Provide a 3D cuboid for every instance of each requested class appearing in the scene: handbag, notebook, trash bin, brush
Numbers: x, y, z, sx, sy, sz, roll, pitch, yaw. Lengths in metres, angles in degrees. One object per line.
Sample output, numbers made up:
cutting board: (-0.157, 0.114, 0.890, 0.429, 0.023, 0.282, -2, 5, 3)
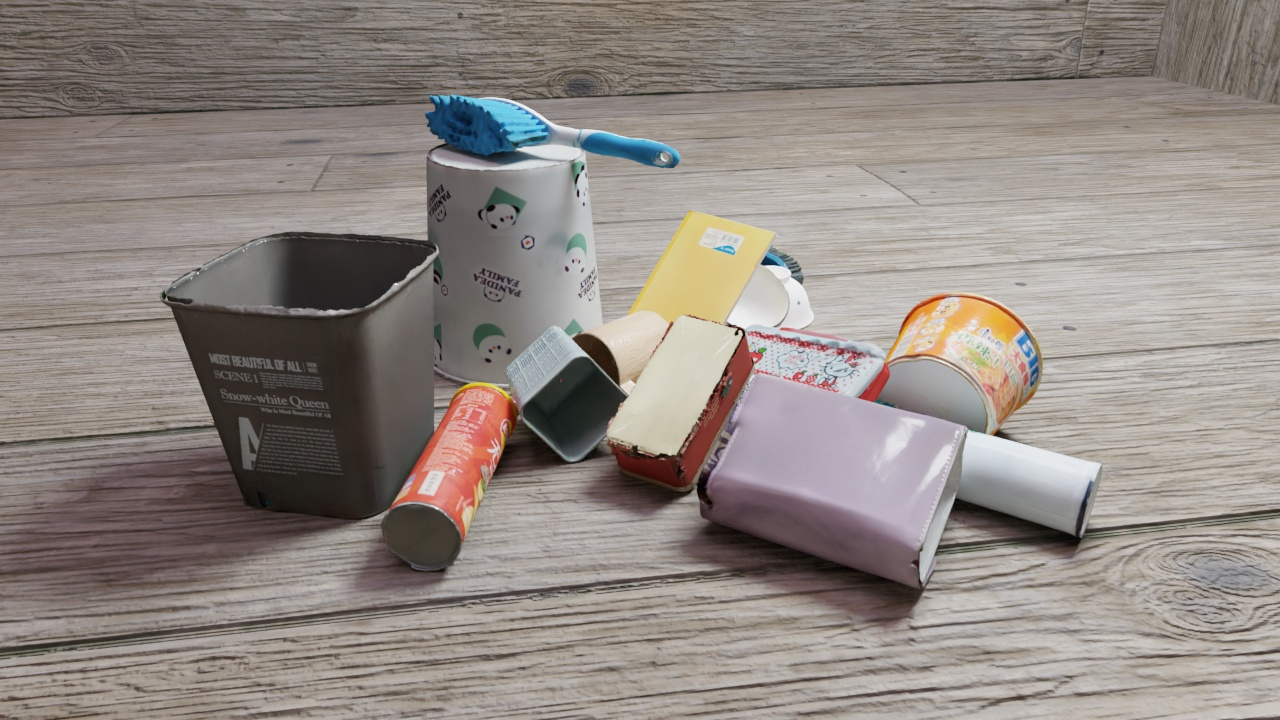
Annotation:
handbag: (0.165, 0.104, 0.792, 0.197, 0.099, 0.144, 14, 43, 26)
notebook: (0.061, -0.084, 1.125, 0.146, 0.206, 0.010, 24, -8, 42)
trash bin: (-0.155, -0.128, 1.110, 0.229, 0.252, 0.229, 0, 26, 0)
brush: (0.174, -0.135, 1.343, 0.073, 0.055, 0.144, -12, 28, -23)
trash bin: (-0.296, 0.012, 0.859, 0.199, 0.220, 0.198, 5, 25, 11)
brush: (-0.106, -0.250, 1.017, 0.315, 0.061, 0.109, 25, 32, 38)

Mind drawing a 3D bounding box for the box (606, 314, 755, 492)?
box: (0.038, 0.033, 0.893, 0.091, 0.077, 0.168, 15, 57, 28)

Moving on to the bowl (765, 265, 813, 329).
bowl: (0.177, -0.090, 1.239, 0.118, 0.065, 0.118, 0, 25, 0)

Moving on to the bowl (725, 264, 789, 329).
bowl: (0.124, -0.066, 1.165, 0.116, 0.066, 0.116, 7, 55, -10)

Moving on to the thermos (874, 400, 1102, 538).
thermos: (0.297, 0.093, 0.846, 0.224, 0.073, 0.073, 16, 30, 31)

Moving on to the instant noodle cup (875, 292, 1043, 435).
instant noodle cup: (0.309, 0.022, 0.920, 0.151, 0.151, 0.111, 17, 38, 32)

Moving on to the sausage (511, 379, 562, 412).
sausage: (-0.099, 0.030, 1.049, 0.020, 0.020, 0.155, 21, 32, 37)

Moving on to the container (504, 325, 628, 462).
container: (-0.080, 0.029, 0.943, 0.090, 0.090, 0.111, -43, 30, 0)

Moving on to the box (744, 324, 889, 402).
box: (0.156, 0.007, 0.927, 0.086, 0.047, 0.201, -53, 32, -15)

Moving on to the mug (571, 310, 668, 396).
mug: (-0.006, 0.006, 1.040, 0.124, 0.084, 0.103, 43, 42, 22)

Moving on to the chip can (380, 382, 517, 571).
chip can: (-0.169, 0.098, 0.844, 0.073, 0.073, 0.216, 2, 25, 5)
